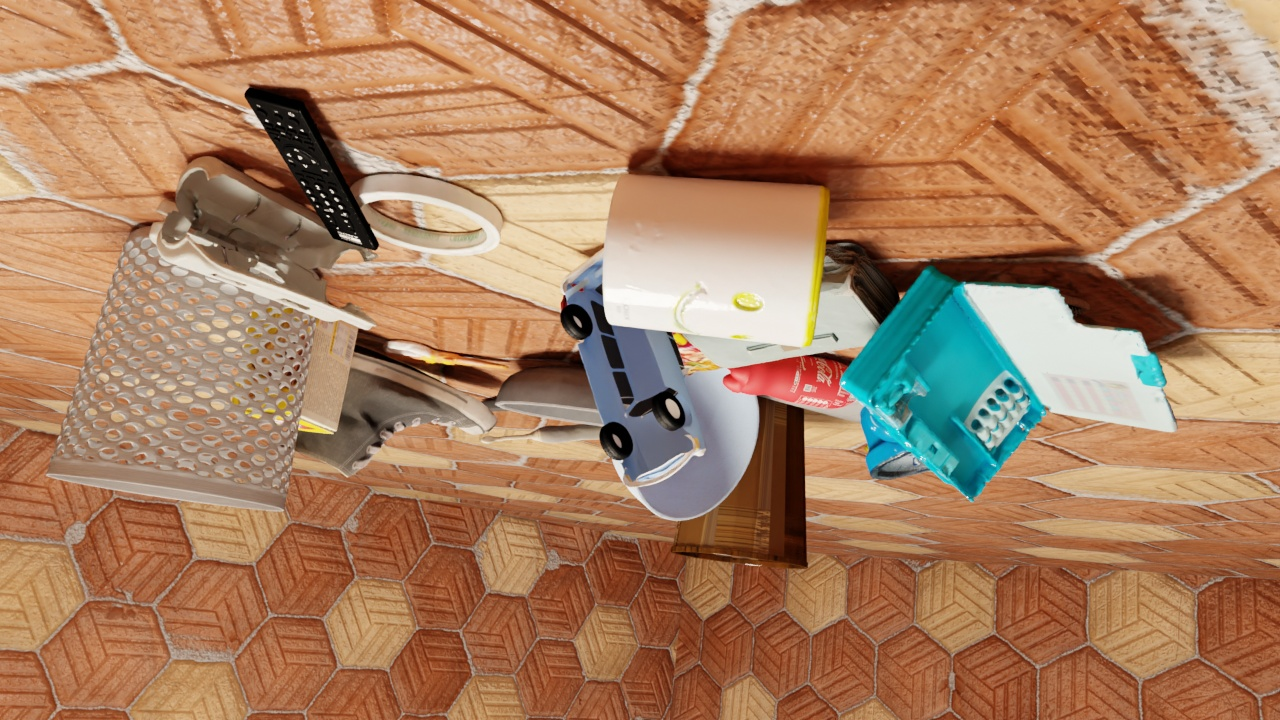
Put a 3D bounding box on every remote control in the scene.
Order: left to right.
[{"bbox_3d":[-0.176,-0.100,0.504,0.030,0.009,0.140,17,159,6],"label":"remote control"},{"bbox_3d":[0.178,0.032,0.857,0.151,0.019,0.074,15,163,-26],"label":"remote control"}]

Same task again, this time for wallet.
[{"bbox_3d":[0.094,-0.035,0.592,0.132,0.054,0.100,-9,160,32],"label":"wallet"}]

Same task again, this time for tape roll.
[{"bbox_3d":[-0.131,-0.087,0.560,0.093,0.013,0.093,7,166,2],"label":"tape roll"}]

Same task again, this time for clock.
[{"bbox_3d":[0.242,0.049,0.762,0.117,0.060,0.161,-14,157,1],"label":"clock"}]

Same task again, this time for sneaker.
[{"bbox_3d":[-0.255,0.064,0.949,0.095,0.120,0.234,22,178,37],"label":"sneaker"}]

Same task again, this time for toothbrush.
[{"bbox_3d":[-0.090,0.083,1.036,0.185,0.022,0.024,-3,169,-27],"label":"toothbrush"}]

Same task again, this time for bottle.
[{"bbox_3d":[0.138,0.016,0.770,0.141,0.042,0.042,10,165,-13],"label":"bottle"}]

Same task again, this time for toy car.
[{"bbox_3d":[-0.003,0.003,0.574,0.056,0.153,0.054,-32,156,30],"label":"toy car"}]

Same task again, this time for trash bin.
[{"bbox_3d":[-0.329,0.009,0.686,0.156,0.183,0.156,7,165,2],"label":"trash bin"}]

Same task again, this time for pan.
[{"bbox_3d":[-0.099,0.042,0.993,0.178,0.041,0.358,12,170,-30],"label":"pan"}]

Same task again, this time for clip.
[{"bbox_3d":[-0.240,-0.082,0.580,0.152,0.104,0.126,35,-178,34],"label":"clip"}]

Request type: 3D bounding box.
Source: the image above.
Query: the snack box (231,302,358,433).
[{"bbox_3d":[-0.301,0.004,0.807,0.061,0.105,0.083,4,166,9],"label":"snack box"}]

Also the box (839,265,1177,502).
[{"bbox_3d":[0.243,0.011,0.607,0.172,0.084,0.227,-26,145,24],"label":"box"}]

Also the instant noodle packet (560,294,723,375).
[{"bbox_3d":[0.015,-0.024,0.688,0.135,0.039,0.099,20,165,-36],"label":"instant noodle packet"}]

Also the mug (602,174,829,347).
[{"bbox_3d":[0.040,-0.053,0.475,0.106,0.082,0.082,6,166,8],"label":"mug"}]

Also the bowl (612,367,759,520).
[{"bbox_3d":[0.027,0.059,0.818,0.150,0.150,0.075,20,180,-41],"label":"bowl"}]

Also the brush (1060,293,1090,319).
[{"bbox_3d":[0.243,-0.021,0.632,0.050,0.015,0.136,11,165,-13],"label":"brush"}]

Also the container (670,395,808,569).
[{"bbox_3d":[0.104,0.113,0.908,0.132,0.167,0.132,7,166,2],"label":"container"}]

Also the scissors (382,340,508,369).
[{"bbox_3d":[-0.194,-0.003,0.918,0.128,0.013,0.065,8,167,1],"label":"scissors"}]
